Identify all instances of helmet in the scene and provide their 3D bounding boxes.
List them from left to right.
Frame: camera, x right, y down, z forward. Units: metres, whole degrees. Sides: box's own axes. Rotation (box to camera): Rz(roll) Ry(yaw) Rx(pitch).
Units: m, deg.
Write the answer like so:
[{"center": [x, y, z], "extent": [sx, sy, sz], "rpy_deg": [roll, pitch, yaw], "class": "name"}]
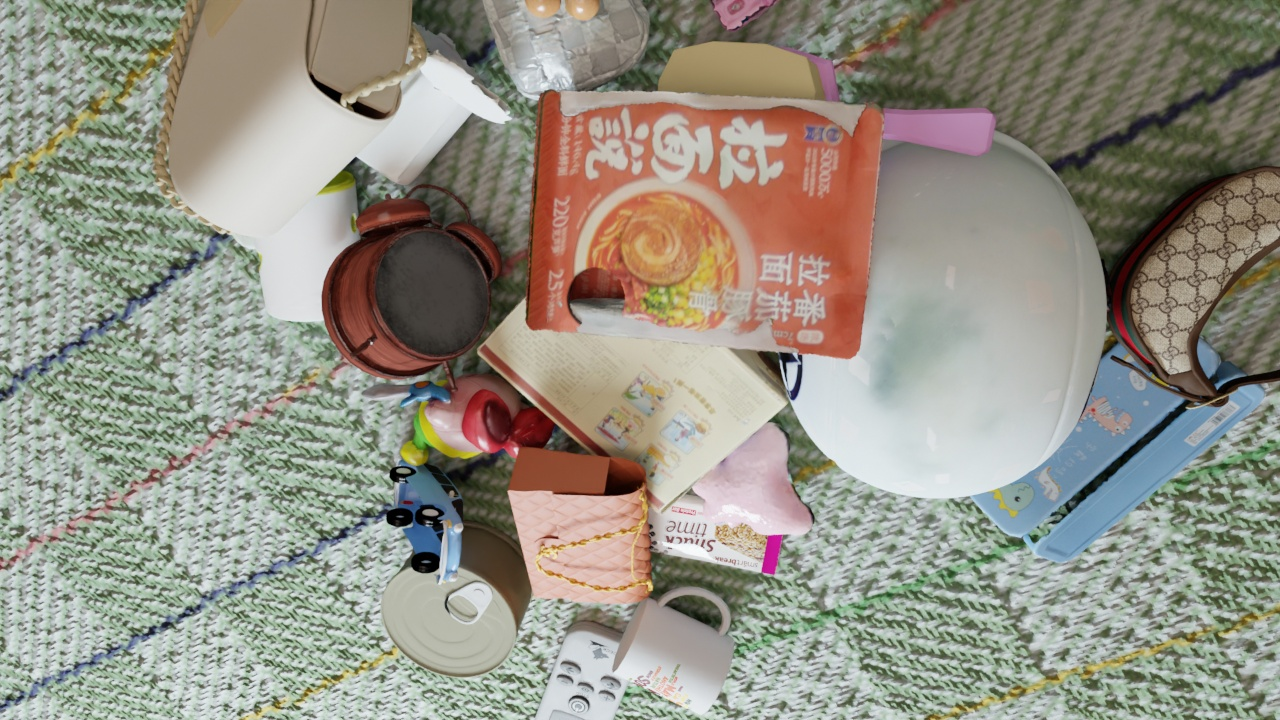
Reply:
[{"center": [0.209, -0.022, 0.640], "extent": [0.237, 0.163, 0.264], "rpy_deg": [7, 113, 6], "class": "helmet"}]

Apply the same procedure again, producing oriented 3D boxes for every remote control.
[{"center": [-0.055, 0.326, 0.913], "extent": [0.074, 0.019, 0.151], "rpy_deg": [20, 115, 1], "class": "remote control"}]

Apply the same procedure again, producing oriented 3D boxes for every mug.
[{"center": [-0.267, -0.094, 0.738], "extent": [0.082, 0.082, 0.106], "rpy_deg": [4, 114, 8], "class": "mug"}, {"center": [0.037, 0.257, 0.842], "extent": [0.089, 0.073, 0.105], "rpy_deg": [26, 94, -1], "class": "mug"}]

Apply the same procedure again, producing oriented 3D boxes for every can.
[{"center": [-0.168, 0.222, 0.859], "extent": [0.128, 0.073, 0.128], "rpy_deg": [4, 113, 9], "class": "can"}]

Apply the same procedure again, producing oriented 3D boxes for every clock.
[{"center": [-0.174, -0.061, 0.715], "extent": [0.120, 0.157, 0.072], "rpy_deg": [22, 160, -37], "class": "clock"}]

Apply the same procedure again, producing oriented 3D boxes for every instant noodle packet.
[{"center": [0.043, -0.091, 0.613], "extent": [0.221, 0.083, 0.164], "rpy_deg": [7, 96, 17], "class": "instant noodle packet"}]

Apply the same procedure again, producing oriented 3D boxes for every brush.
[{"center": [0.115, -0.163, 0.614], "extent": [0.229, 0.043, 0.089], "rpy_deg": [14, 105, 29], "class": "brush"}]

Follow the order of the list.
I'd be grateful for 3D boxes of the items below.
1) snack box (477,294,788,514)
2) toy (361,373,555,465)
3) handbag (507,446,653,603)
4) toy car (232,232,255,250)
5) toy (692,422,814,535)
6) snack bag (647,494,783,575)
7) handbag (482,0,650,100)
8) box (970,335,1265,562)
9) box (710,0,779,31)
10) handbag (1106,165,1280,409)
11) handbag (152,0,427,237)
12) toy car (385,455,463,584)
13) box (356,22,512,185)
[{"center": [-0.004, 0.004, 0.747], "extent": [0.207, 0.055, 0.154], "rpy_deg": [42, 113, -9], "class": "snack box"}, {"center": [-0.157, 0.054, 0.775], "extent": [0.131, 0.124, 0.097], "rpy_deg": [13, 92, 35], "class": "toy"}, {"center": [-0.045, 0.152, 0.781], "extent": [0.109, 0.060, 0.172], "rpy_deg": [3, 138, 6], "class": "handbag"}, {"center": [-0.323, -0.140, 0.756], "extent": [0.048, 0.033, 0.105], "rpy_deg": [-1, 114, 9], "class": "toy car"}, {"center": [0.094, 0.109, 0.776], "extent": [0.093, 0.050, 0.102], "rpy_deg": [-18, 99, 17], "class": "toy"}, {"center": [0.028, 0.148, 0.824], "extent": [0.196, 0.016, 0.070], "rpy_deg": [9, 116, 6], "class": "snack bag"}, {"center": [-0.060, -0.262, 0.608], "extent": [0.112, 0.123, 0.171], "rpy_deg": [-20, 109, 2], "class": "handbag"}, {"center": [0.366, 0.070, 0.713], "extent": [0.120, 0.049, 0.210], "rpy_deg": [36, 113, -7], "class": "box"}, {"center": [0.055, -0.348, 0.583], "extent": [0.159, 0.066, 0.230], "rpy_deg": [-22, 108, 43], "class": "box"}, {"center": [0.409, -0.045, 0.631], "extent": [0.138, 0.063, 0.167], "rpy_deg": [42, 103, 6], "class": "handbag"}, {"center": [-0.239, -0.204, 0.630], "extent": [0.211, 0.208, 0.103], "rpy_deg": [-31, 149, 32], "class": "handbag"}, {"center": [-0.182, 0.134, 0.797], "extent": [0.054, 0.153, 0.056], "rpy_deg": [-1, 108, -30], "class": "toy car"}, {"center": [-0.156, -0.177, 0.655], "extent": [0.083, 0.143, 0.137], "rpy_deg": [35, 114, -30], "class": "box"}]
